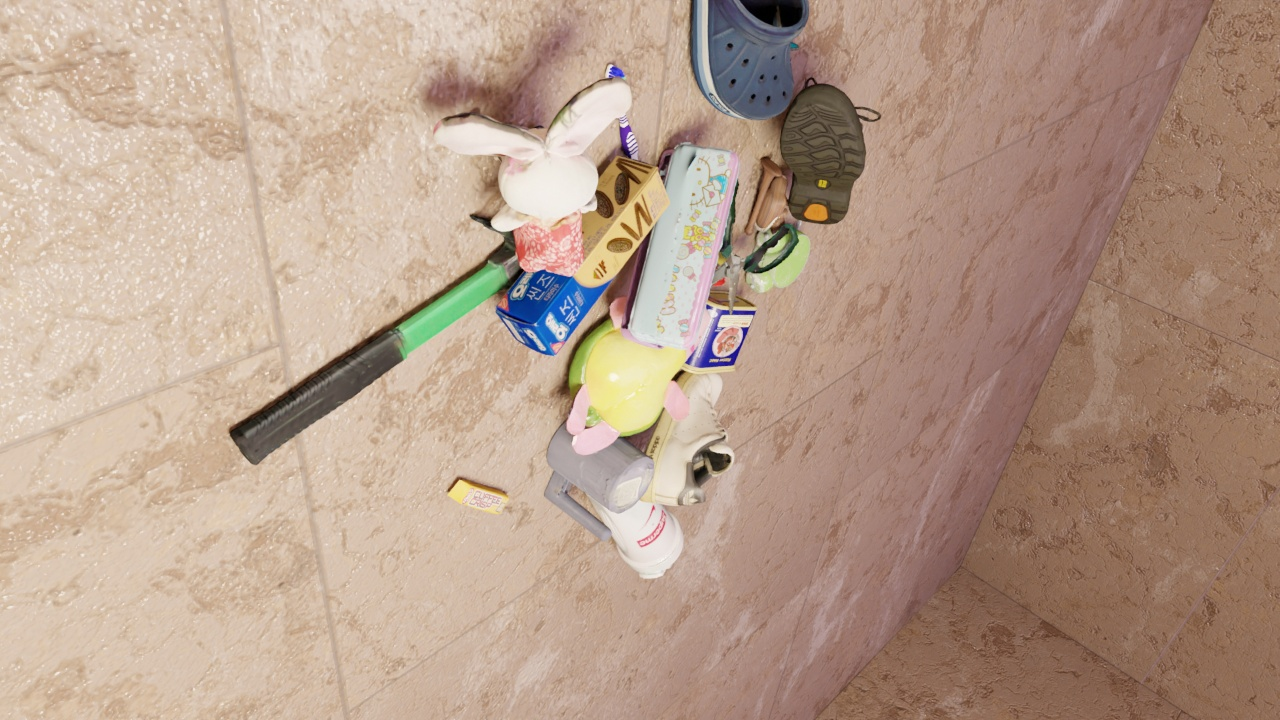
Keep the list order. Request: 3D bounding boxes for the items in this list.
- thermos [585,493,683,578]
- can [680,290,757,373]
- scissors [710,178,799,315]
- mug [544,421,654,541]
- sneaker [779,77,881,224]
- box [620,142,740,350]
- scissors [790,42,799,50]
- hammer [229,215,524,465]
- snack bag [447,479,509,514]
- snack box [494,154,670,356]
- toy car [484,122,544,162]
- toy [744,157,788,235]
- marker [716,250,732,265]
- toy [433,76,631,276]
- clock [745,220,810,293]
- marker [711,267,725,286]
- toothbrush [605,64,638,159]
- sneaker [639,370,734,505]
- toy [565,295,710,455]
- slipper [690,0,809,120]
[{"bbox_3d":[-0.009,0.215,1.244,0.099,0.099,0.220,-47,143,-15],"label":"thermos"},{"bbox_3d":[0.093,-0.038,1.185,0.116,0.056,0.092,-3,120,-52],"label":"can"},{"bbox_3d":[0.128,-0.153,1.096,0.201,0.015,0.202,-37,138,-32],"label":"scissors"},{"bbox_3d":[-0.055,0.140,1.098,0.083,0.104,0.124,4,114,-56],"label":"mug"},{"bbox_3d":[0.225,-0.271,1.068,0.238,0.101,0.142,67,36,-69],"label":"sneaker"},{"bbox_3d":[0.052,-0.116,0.965,0.089,0.093,0.214,20,82,-57],"label":"box"},{"bbox_3d":[0.127,-0.323,1.010,0.155,0.019,0.125,-32,139,-31],"label":"scissors"},{"bbox_3d":[-0.214,-0.017,0.814,0.318,0.032,0.130,-39,145,-25],"label":"hammer"},{"bbox_3d":[-0.177,0.152,1.024,0.026,0.020,0.099,-57,149,-2],"label":"snack bag"},{"bbox_3d":[-0.052,-0.103,0.882,0.206,0.057,0.056,-55,148,-18],"label":"snack box"},{"bbox_3d":[-0.110,-0.184,0.801,0.112,0.039,0.039,-6,144,-50],"label":"toy car"},{"bbox_3d":[0.164,-0.201,1.151,0.054,0.041,0.102,-6,135,-25],"label":"toy"},{"bbox_3d":[0.081,-0.142,1.111,0.021,0.017,0.123,-59,147,3],"label":"marker"},{"bbox_3d":[-0.079,-0.144,0.767,0.159,0.084,0.195,-18,148,-11],"label":"toy"},{"bbox_3d":[0.184,-0.140,1.229,0.119,0.042,0.094,-21,133,-42],"label":"clock"},{"bbox_3d":[0.054,-0.099,1.107,0.021,0.023,0.144,-31,166,38],"label":"marker"},{"bbox_3d":[-0.011,-0.216,0.923,0.015,0.016,0.187,-43,146,-21],"label":"toothbrush"},{"bbox_3d":[0.079,0.096,1.189,0.240,0.102,0.089,-60,153,-44],"label":"sneaker"},{"bbox_3d":[-0.006,0.006,1.060,0.237,0.088,0.190,-49,125,-22],"label":"toy"},{"bbox_3d":[0.108,-0.340,0.889,0.105,0.095,0.253,-37,136,-22],"label":"slipper"}]
